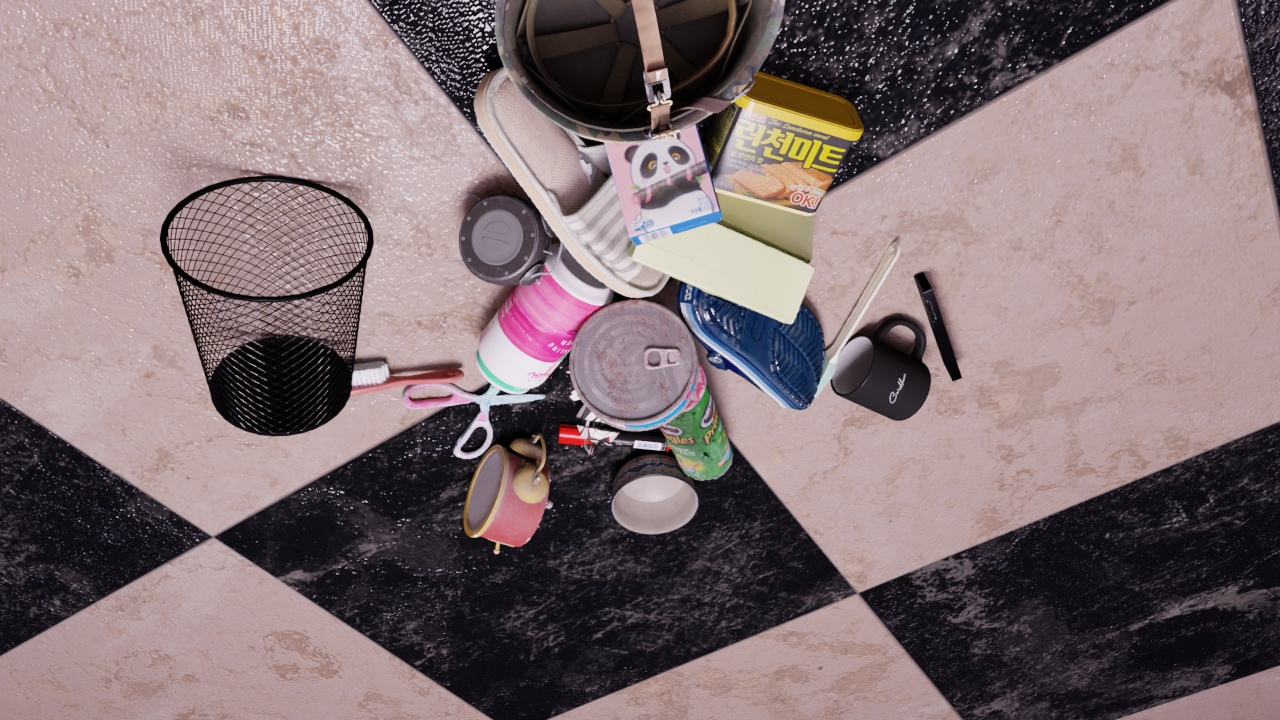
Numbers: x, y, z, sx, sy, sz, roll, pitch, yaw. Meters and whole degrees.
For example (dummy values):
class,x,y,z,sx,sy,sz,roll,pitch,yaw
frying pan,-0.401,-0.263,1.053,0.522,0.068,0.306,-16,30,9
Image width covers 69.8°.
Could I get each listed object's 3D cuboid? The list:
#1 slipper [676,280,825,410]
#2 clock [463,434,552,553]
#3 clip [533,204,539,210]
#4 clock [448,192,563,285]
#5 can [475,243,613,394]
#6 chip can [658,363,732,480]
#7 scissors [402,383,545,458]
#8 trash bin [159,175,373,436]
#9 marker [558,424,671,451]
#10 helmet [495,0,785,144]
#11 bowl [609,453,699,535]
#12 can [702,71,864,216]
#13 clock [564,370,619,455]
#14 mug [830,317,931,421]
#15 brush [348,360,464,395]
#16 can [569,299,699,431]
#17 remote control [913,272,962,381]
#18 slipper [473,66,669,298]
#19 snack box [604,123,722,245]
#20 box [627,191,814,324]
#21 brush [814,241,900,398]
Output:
class,x,y,z,sx,sy,sz,roll,pitch,yaw
slipper,0.118,-0.032,1.024,0.095,0.105,0.252,4,157,43
clock,-0.152,0.162,1.146,0.081,0.117,0.159,21,119,-25
clip,-0.125,-0.131,0.959,0.102,0.040,0.054,-13,117,8
clock,-0.131,-0.119,0.924,0.123,0.043,0.091,17,94,15
can,-0.106,-0.044,0.994,0.088,0.088,0.166,27,122,-24
chip can,0.058,0.073,1.066,0.075,0.075,0.223,-15,151,7
scissors,-0.200,0.064,1.126,0.170,0.014,0.168,-5,128,-4
trash bin,-0.366,-0.045,0.924,0.184,0.183,0.211,7,134,-10
marker,-0.031,0.100,1.160,0.145,0.023,0.021,7,170,-10
helmet,0.000,-0.272,0.719,0.225,0.235,0.193,-10,106,16
bowl,0.017,0.167,1.196,0.115,0.059,0.116,-2,130,-3
can,0.131,-0.209,0.888,0.130,0.072,0.101,12,130,-14
clock,-0.051,0.033,1.039,0.065,0.114,0.155,11,111,-14
mug,0.291,0.005,1.082,0.088,0.078,0.113,23,98,-22
brush,-0.292,0.017,1.065,0.172,0.041,0.030,-6,112,0
can,-0.006,0.006,0.945,0.130,0.130,0.044,-11,166,5
remote control,0.347,-0.037,1.069,0.013,0.034,0.150,-22,128,13
slipper,-0.053,-0.169,0.887,0.054,0.114,0.272,-7,137,48
snack box,0.015,-0.193,0.852,0.088,0.154,0.033,-16,171,8
box,0.089,-0.127,0.915,0.187,0.140,0.048,22,158,-17
brush,0.244,-0.045,1.059,0.012,0.033,0.218,13,126,-16
